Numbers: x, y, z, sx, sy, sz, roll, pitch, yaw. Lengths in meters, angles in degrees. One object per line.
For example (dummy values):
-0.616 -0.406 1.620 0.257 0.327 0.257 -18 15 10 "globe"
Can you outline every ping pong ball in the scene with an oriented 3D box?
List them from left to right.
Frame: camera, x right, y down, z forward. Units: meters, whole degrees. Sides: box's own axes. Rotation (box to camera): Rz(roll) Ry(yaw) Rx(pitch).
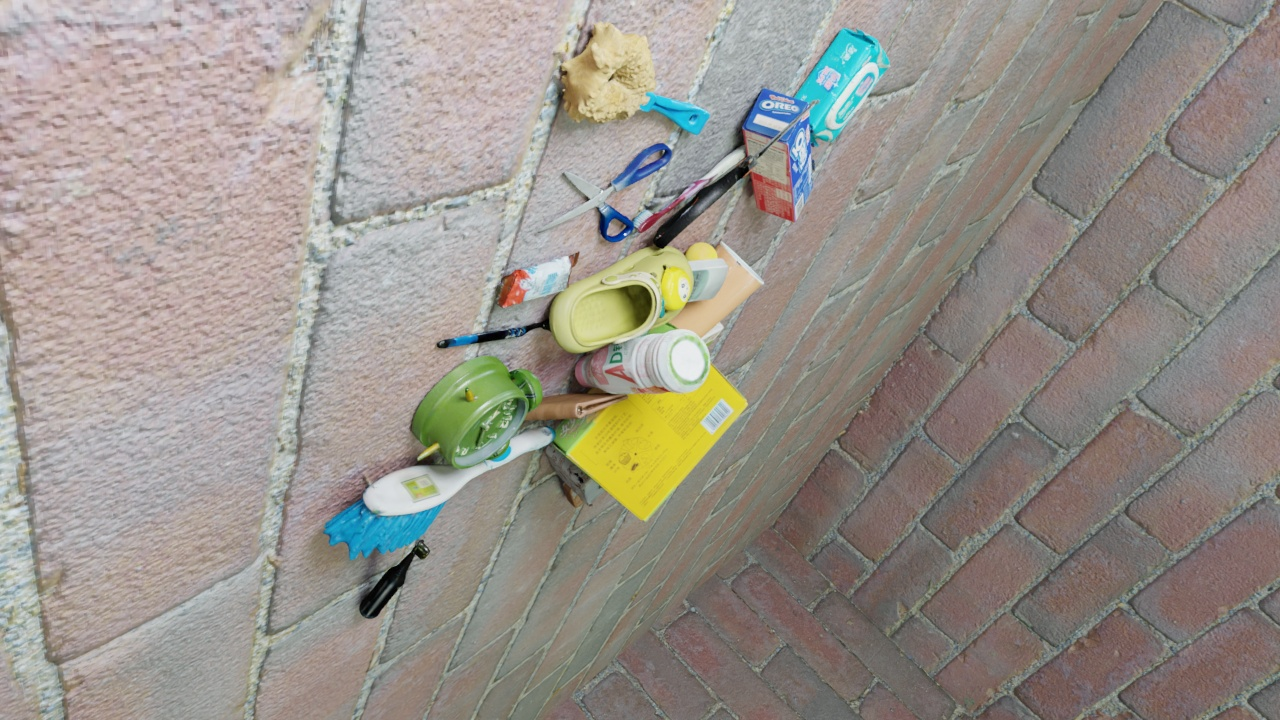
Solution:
0.074 -0.124 1.123 0.040 0.040 0.040 -41 160 -19 "ping pong ball"

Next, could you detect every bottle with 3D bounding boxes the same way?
-0.006 0.006 1.038 0.068 0.068 0.197 -35 -164 -32 "bottle"

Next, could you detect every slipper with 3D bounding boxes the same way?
-0.006 -0.059 0.981 0.190 0.082 0.092 -25 119 -32 "slipper"

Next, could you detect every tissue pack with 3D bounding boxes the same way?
0.227 -0.313 1.062 0.134 0.050 0.093 -54 161 20 "tissue pack"

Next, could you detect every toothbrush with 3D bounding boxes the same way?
-0.282 0.251 1.051 0.026 0.027 0.213 -37 173 -44 "toothbrush"
-0.132 -0.026 0.917 0.189 0.016 0.014 -14 137 -56 "toothbrush"
0.058 -0.191 0.999 0.187 0.017 0.016 -40 156 -26 "toothbrush"

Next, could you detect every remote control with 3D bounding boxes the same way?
0.040 -0.091 1.083 0.134 0.019 0.056 -8 140 -30 "remote control"

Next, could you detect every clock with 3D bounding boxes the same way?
-0.162 0.056 0.951 0.116 0.056 0.161 -52 161 16 "clock"

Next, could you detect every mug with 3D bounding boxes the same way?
0.091 -0.084 1.196 0.123 0.078 0.078 -46 162 13 "mug"

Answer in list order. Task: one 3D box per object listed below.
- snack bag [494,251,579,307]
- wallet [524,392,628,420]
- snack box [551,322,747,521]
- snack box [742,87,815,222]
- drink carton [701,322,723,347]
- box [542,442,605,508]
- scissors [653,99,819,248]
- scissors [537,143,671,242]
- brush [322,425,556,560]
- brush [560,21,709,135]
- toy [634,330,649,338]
-0.095 -0.077 0.878 0.105 0.026 0.045 -23 141 -51 "snack bag"
-0.084 0.051 1.068 0.115 0.101 0.020 -16 101 -60 "wallet"
0.012 0.076 1.170 0.210 0.070 0.157 -48 117 -5 "snack box"
0.162 -0.231 1.057 0.057 0.058 0.207 -62 163 -8 "snack box"
0.054 -0.028 1.261 0.122 0.045 0.054 -27 162 -41 "drink carton"
-0.040 0.131 1.343 0.176 0.082 0.260 -42 164 -14 "box"
0.102 -0.202 0.973 0.235 0.021 0.148 -41 -176 11 "scissors"
-0.031 -0.157 0.882 0.162 0.012 0.174 -43 159 -10 "scissors"
-0.203 0.133 1.008 0.110 0.060 0.313 -47 165 20 "brush"
0.007 -0.228 0.793 0.083 0.046 0.254 -58 163 17 "brush"
0.002 -0.052 1.121 0.097 0.030 0.091 -67 173 28 "toy"
